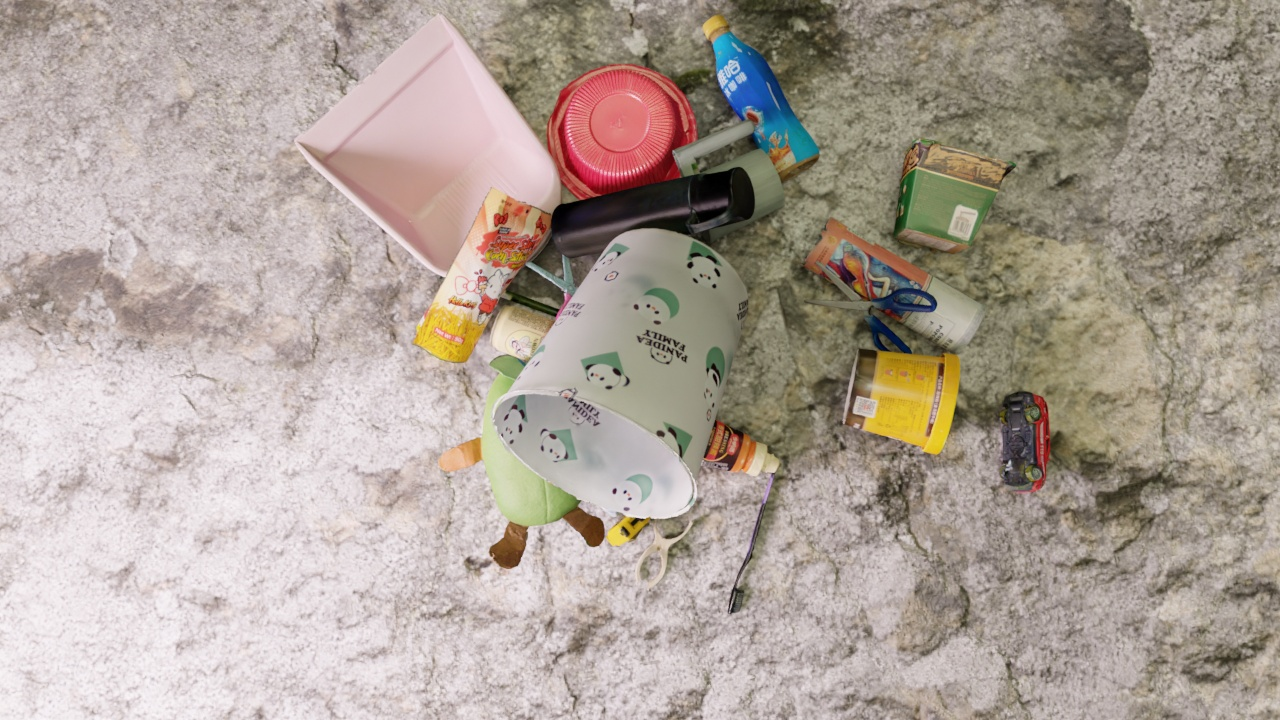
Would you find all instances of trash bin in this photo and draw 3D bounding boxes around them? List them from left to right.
[{"bbox_3d":[-0.006,0.006,1.008,0.229,0.230,0.251,23,59,3],"label":"trash bin"}]

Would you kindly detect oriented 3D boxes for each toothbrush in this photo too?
[{"bbox_3d":[-0.166,-0.078,1.153,0.186,0.012,0.017,20,93,3],"label":"toothbrush"},{"bbox_3d":[0.140,0.219,1.120,0.017,0.014,0.189,18,86,-4],"label":"toothbrush"}]

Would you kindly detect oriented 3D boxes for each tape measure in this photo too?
[{"bbox_3d":[-0.011,0.200,1.104,0.029,0.060,0.057,48,60,2],"label":"tape measure"}]

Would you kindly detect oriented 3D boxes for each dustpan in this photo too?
[{"bbox_3d":[-0.215,-0.222,1.071,0.222,0.273,0.139,-44,61,1],"label":"dustpan"}]

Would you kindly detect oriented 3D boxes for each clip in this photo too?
[{"bbox_3d":[0.024,0.230,1.116,0.070,0.035,0.099,24,79,4],"label":"clip"}]

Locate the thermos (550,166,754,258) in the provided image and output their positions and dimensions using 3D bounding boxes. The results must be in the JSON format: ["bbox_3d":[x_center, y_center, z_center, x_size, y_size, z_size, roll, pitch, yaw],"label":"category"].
[{"bbox_3d":[0.006,-0.166,1.060,0.243,0.089,0.068,-7,122,33],"label":"thermos"}]

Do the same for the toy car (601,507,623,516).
[{"bbox_3d":[-0.012,0.154,1.102,0.043,0.090,0.034,20,128,39],"label":"toy car"}]

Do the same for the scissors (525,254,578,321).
[{"bbox_3d":[-0.085,-0.079,1.117,0.133,0.017,0.133,30,52,-17],"label":"scissors"}]

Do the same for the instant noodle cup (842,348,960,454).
[{"bbox_3d":[0.304,0.041,1.079,0.114,0.118,0.118,11,86,10],"label":"instant noodle cup"}]

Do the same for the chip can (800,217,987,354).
[{"bbox_3d":[0.304,-0.091,1.108,0.215,0.071,0.071,32,87,4],"label":"chip can"}]

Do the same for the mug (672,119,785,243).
[{"bbox_3d":[0.106,-0.217,1.107,0.103,0.083,0.124,-24,120,-2],"label":"mug"}]

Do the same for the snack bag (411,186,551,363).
[{"bbox_3d":[-0.187,-0.099,1.088,0.073,0.128,0.208,39,102,23],"label":"snack bag"}]

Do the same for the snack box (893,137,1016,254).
[{"bbox_3d":[0.362,-0.189,1.093,0.118,0.117,0.105,16,91,6],"label":"snack box"}]

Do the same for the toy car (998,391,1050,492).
[{"bbox_3d":[0.462,0.098,1.097,0.045,0.053,0.120,9,81,-22],"label":"toy car"}]

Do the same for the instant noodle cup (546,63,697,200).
[{"bbox_3d":[-0.025,-0.285,1.137,0.194,0.066,0.193,0,86,3],"label":"instant noodle cup"}]

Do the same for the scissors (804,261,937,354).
[{"bbox_3d":[0.277,-0.061,1.093,0.176,0.163,0.012,48,57,-20],"label":"scissors"}]

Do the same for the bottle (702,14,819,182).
[{"bbox_3d":[0.143,-0.328,1.134,0.065,0.065,0.218,-28,85,0],"label":"bottle"}]

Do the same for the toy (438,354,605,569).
[{"bbox_3d":[-0.125,0.114,1.095,0.226,0.090,0.246,-7,85,-19],"label":"toy"}]

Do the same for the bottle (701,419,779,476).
[{"bbox_3d":[0.097,0.104,1.108,0.149,0.067,0.066,19,87,-3],"label":"bottle"}]

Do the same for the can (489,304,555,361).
[{"bbox_3d":[-0.121,-0.023,1.123,0.116,0.058,0.058,21,87,3],"label":"can"}]
